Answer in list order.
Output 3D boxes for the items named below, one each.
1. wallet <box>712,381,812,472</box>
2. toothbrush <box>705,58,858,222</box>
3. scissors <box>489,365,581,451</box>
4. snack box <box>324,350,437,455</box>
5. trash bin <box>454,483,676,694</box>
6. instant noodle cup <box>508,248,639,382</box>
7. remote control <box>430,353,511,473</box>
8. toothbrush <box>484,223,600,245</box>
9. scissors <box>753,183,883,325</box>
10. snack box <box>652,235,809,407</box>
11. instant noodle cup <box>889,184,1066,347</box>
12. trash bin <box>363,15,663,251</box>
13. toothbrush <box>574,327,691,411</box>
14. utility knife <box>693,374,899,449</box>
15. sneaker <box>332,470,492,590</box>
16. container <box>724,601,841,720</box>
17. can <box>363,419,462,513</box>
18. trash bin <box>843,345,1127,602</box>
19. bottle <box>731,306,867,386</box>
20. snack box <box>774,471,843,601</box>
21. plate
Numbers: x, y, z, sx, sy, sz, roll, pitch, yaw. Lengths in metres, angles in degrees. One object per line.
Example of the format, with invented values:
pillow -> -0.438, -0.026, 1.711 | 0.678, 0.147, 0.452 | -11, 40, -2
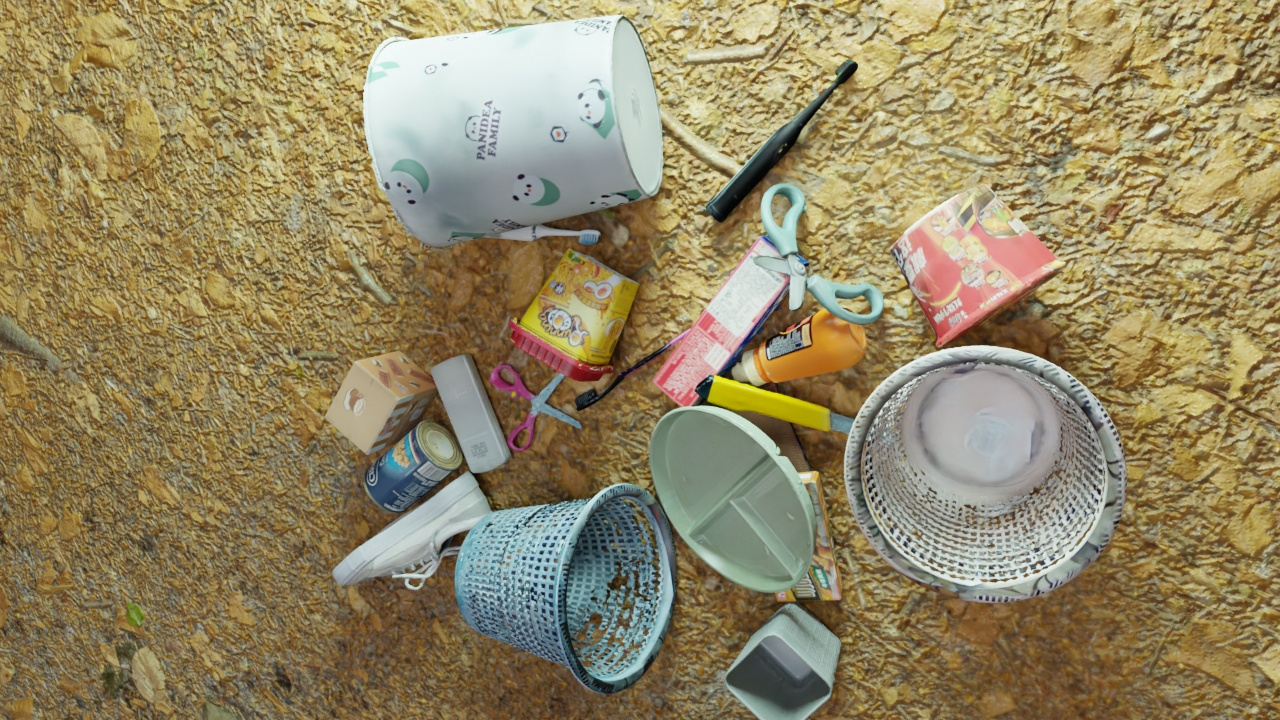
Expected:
wallet -> 0.130, 0.096, 1.032 | 0.101, 0.032, 0.124 | -22, 92, 20
toothbrush -> 0.148, -0.231, 0.967 | 0.026, 0.027, 0.213 | 29, 115, -33
scissors -> -0.133, 0.058, 1.133 | 0.133, 0.017, 0.136 | 27, 105, 11
snack box -> -0.326, 0.051, 1.162 | 0.077, 0.094, 0.093 | 39, 111, 11
trash bin -> -0.097, 0.252, 1.064 | 0.195, 0.226, 0.226 | -2, 99, 34
instant noodle cup -> -0.068, -0.053, 1.042 | 0.116, 0.116, 0.124 | 30, 97, 14
remote control -> -0.214, 0.068, 1.161 | 0.058, 0.021, 0.150 | -21, 92, 23
toothbrush -> -0.151, -0.156, 1.094 | 0.221, 0.027, 0.026 | 7, 69, 19
scissors -> 0.181, -0.108, 0.943 | 0.019, 0.174, 0.169 | -42, 41, 47
snack box -> 0.099, -0.040, 1.003 | 0.058, 0.057, 0.208 | 41, 112, 12
instant noodle cup -> 0.312, -0.092, 0.876 | 0.138, 0.137, 0.108 | -37, 78, 22
trash bin -> -0.120, -0.246, 0.970 | 0.252, 0.229, 0.229 | -6, 98, 15
toothbrush -> -0.006, 0.006, 1.076 | 0.190, 0.014, 0.017 | -35, 74, 22
utility knife -> 0.170, 0.057, 0.990 | 0.230, 0.015, 0.033 | 16, 114, 0
sneaker -> -0.289, 0.242, 1.193 | 0.243, 0.089, 0.091 | -34, 91, 17
container -> 0.163, 0.333, 1.016 | 0.090, 0.114, 0.090 | 43, 111, 9
can -> -0.290, 0.136, 1.174 | 0.111, 0.075, 0.075 | -38, 85, 22
trash bin -> 0.320, 0.086, 0.867 | 0.228, 0.191, 0.227 | 4, 101, 20
bottle -> 0.164, -0.007, 0.985 | 0.150, 0.066, 0.067 | -21, 92, 30
snack box -> 0.173, 0.197, 1.018 | 0.075, 0.026, 0.154 | -8, 110, 21
plate -> 0.099, 0.149, 1.000 | 0.230, 0.027, 0.231 | 29, 134, 35
